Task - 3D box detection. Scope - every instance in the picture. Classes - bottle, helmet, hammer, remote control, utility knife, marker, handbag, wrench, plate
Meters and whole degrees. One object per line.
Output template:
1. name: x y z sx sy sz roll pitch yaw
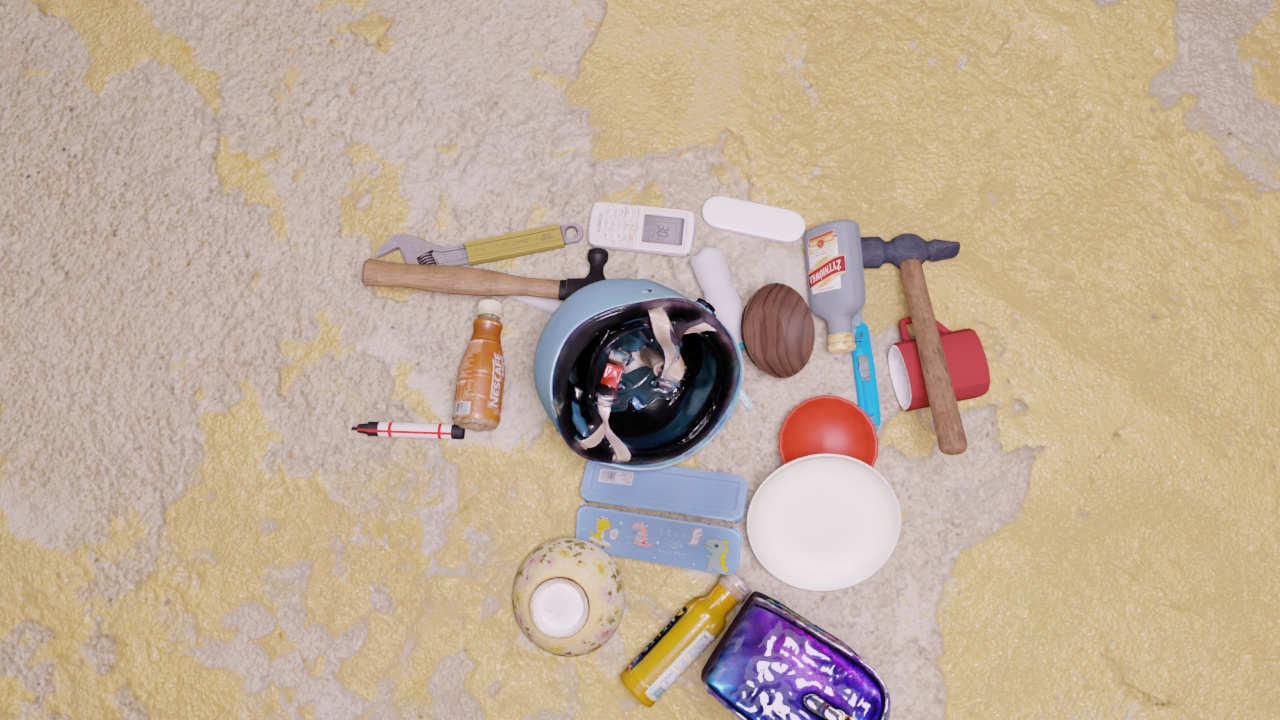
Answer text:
1. bottle: -0.200 0.004 1.165 0.059 0.059 0.167 3 73 2
2. bottle: 0.247 -0.091 1.159 0.046 0.072 0.161 5 78 -42
3. helmet: -0.006 0.006 1.087 0.265 0.167 0.226 28 103 -35
4. hammer: -0.197 -0.094 1.161 0.305 0.040 0.132 5 62 -2
5. remote control: 0.148 -0.185 1.204 0.136 0.013 0.043 12 82 4
6. bottle: 0.057 0.332 1.109 0.053 0.053 0.186 44 85 7
7. utility knife: 0.283 0.001 1.172 0.031 0.015 0.198 -6 80 -2
8. remote control: 0.001 -0.171 1.200 0.138 0.025 0.060 6 82 3
9. bottle: 0.104 -0.077 1.174 0.044 0.044 0.136 -19 81 -1
10. marker: -0.298 0.089 1.174 0.145 0.019 0.019 2 81 2
11. remote control: -0.118 -0.080 1.197 0.131 0.012 0.033 21 83 5
12. handbag: 0.190 0.367 1.029 0.222 0.205 0.125 32 84 13
13. wrench: -0.210 -0.148 1.207 0.273 0.018 0.083 -12 81 0
14. hammer: 0.343 -0.029 1.092 0.129 0.040 0.321 -2 53 3
15. plate: 0.219 0.192 1.110 0.182 0.034 0.182 1 108 3

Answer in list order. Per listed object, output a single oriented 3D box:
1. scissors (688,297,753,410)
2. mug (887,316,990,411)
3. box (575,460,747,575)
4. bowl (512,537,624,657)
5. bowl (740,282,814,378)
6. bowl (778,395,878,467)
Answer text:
1. scissors: 0.090 -0.005 1.181 0.065 0.033 0.174 -37 79 -8
2. mug: 0.364 -0.003 1.137 0.096 0.080 0.116 -11 74 0
3. box: 0.024 0.188 1.122 0.209 0.039 0.126 6 80 15
4. bowl: -0.092 0.292 1.106 0.145 0.063 0.145 0 89 5
5. bowl: 0.165 -0.036 1.155 0.119 0.032 0.119 3 84 -34
6. bowl: 0.232 0.106 1.146 0.122 0.035 0.122 0 81 2
